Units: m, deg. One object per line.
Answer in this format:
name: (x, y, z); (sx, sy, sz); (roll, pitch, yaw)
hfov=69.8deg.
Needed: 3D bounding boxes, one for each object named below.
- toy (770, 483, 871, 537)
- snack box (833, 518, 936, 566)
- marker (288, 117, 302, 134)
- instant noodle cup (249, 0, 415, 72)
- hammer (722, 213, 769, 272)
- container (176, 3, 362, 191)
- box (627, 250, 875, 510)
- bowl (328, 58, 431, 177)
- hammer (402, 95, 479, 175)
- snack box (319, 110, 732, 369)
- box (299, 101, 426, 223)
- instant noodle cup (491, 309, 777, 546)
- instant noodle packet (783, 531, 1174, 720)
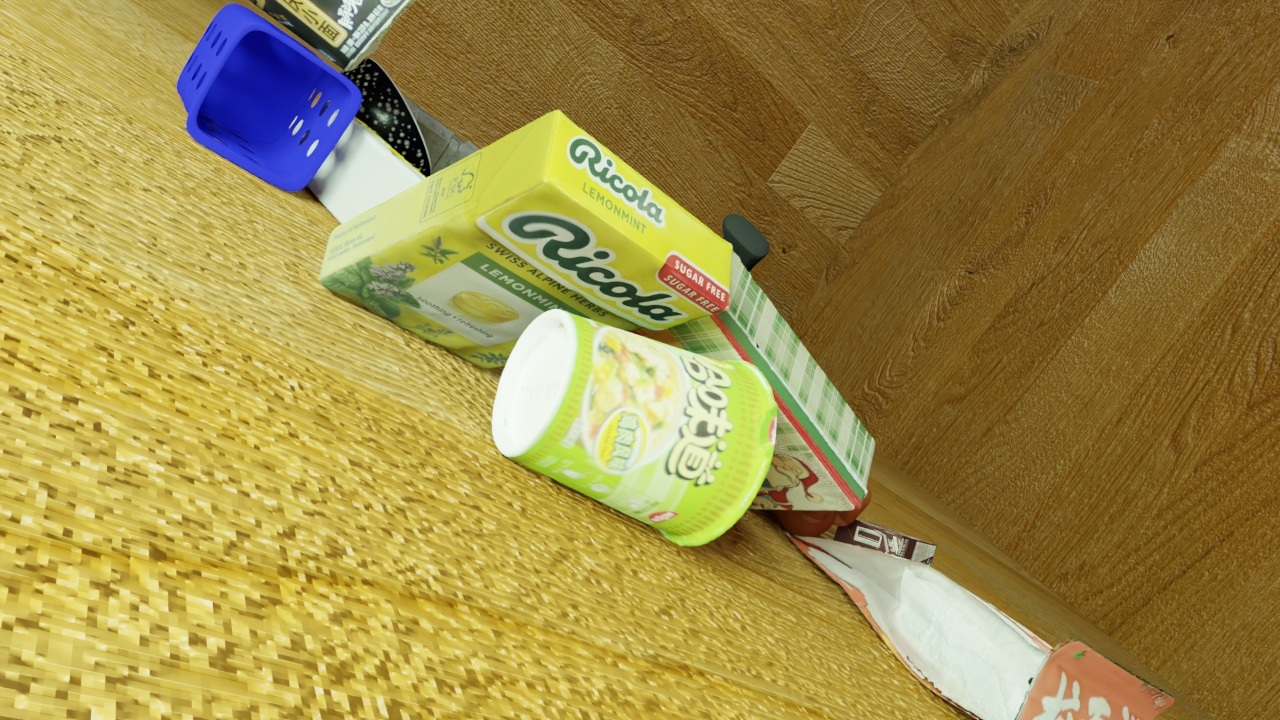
toy: (0.112, 0.090, 0.722); (0.095, 0.065, 0.128); (34, 1, -42)
snack box: (0.211, 0.161, 0.786); (0.051, 0.031, 0.140); (16, -5, 31)
marker: (-0.276, -0.183, 0.808); (0.133, 0.020, 0.017); (41, -1, 35)
instant noodle cup: (-0.212, -0.278, 0.640); (0.112, 0.137, 0.137); (43, 4, -22)
hammer: (0.042, -0.043, 0.810); (0.127, 0.029, 0.324); (45, -21, 2)
container: (-0.256, -0.181, 0.621); (0.084, 0.085, 0.113); (31, 7, -39)
box: (0.047, 0.019, 0.551); (0.118, 0.050, 0.205); (-10, -46, 38)
bowl: (-0.253, -0.208, 0.845); (0.120, 0.066, 0.120); (49, -21, 26)
hammer: (-0.162, -0.157, 0.932); (0.162, 0.083, 0.317); (30, 9, -44)
snack box: (-0.062, -0.044, 0.448); (0.181, 0.045, 0.121); (-13, -32, 39)
box: (-0.177, -0.112, 0.625); (0.210, 0.064, 0.037); (41, 8, 35)
instant noodle cup: (-0.008, 0.027, 0.438); (0.108, 0.099, 0.099); (23, 12, -28)
instant noodle packet: (0.211, 0.190, 0.626); (0.164, 0.084, 0.221); (31, -3, -35)
